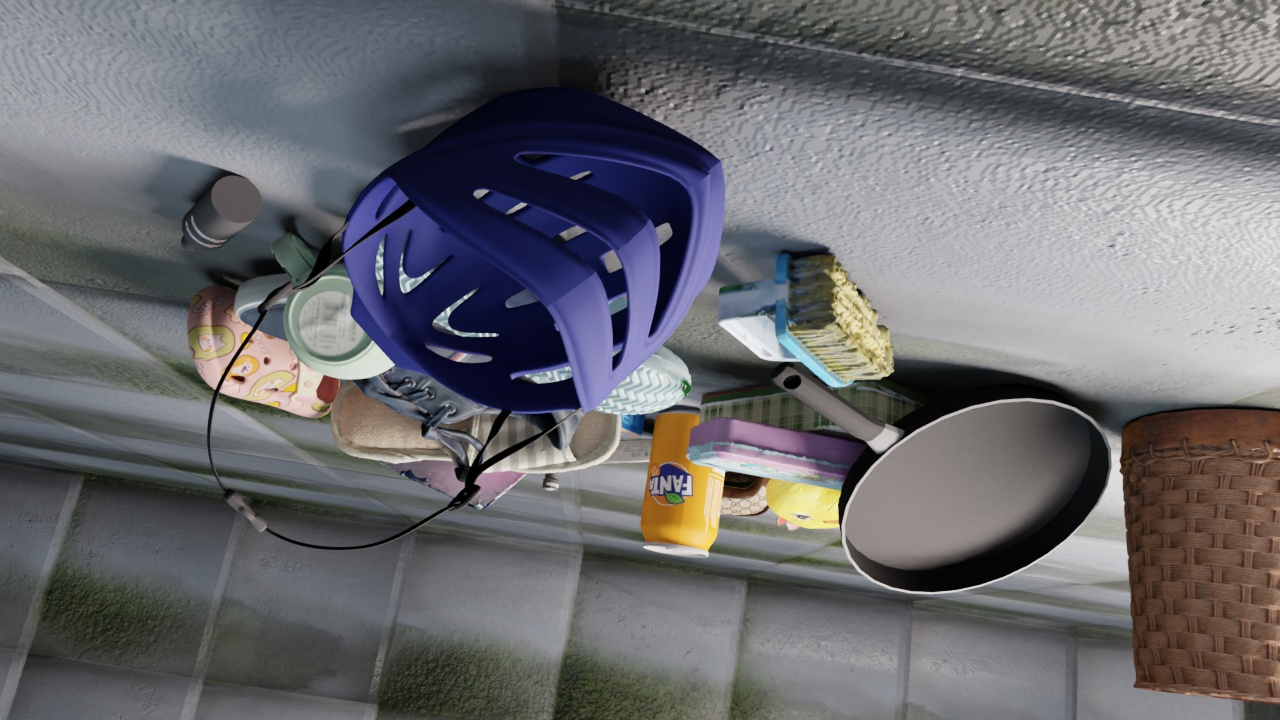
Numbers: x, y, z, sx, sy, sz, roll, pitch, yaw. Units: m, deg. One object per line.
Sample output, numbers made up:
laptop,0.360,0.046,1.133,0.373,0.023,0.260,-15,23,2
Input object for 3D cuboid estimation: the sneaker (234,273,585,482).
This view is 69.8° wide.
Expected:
sneaker,-0.183,0.016,0.744,0.294,0.127,0.121,16,161,-15

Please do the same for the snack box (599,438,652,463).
snack box,-0.017,0.101,1.028,0.150,0.026,0.082,-1,175,-16

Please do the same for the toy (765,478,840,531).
toy,0.208,0.119,0.947,0.133,0.092,0.208,6,157,-26

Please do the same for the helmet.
helmet,-0.082,-0.016,0.423,0.242,0.227,0.148,-14,121,46

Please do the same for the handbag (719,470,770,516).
handbag,0.095,0.143,1.134,0.166,0.063,0.138,5,153,12

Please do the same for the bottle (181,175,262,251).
bottle,-0.280,-0.090,0.600,0.030,0.030,0.113,21,159,-35

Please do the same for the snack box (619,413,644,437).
snack box,-0.081,0.058,0.975,0.152,0.034,0.087,-4,160,37

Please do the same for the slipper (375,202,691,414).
slipper,-0.069,-0.041,0.591,0.245,0.074,0.104,29,158,-11

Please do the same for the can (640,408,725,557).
can,0.046,0.126,0.946,0.079,0.142,0.079,8,163,2

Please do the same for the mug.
mug,-0.211,-0.039,0.631,0.111,0.084,0.104,53,174,-5

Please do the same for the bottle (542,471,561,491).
bottle,-0.078,0.070,0.882,0.036,0.109,0.036,8,163,2

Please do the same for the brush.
brush,0.111,-0.017,0.594,0.075,0.055,0.135,-7,158,30

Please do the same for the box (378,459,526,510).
box,-0.222,0.098,0.996,0.231,0.077,0.084,15,-176,39

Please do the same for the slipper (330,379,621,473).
slipper,-0.154,0.051,0.840,0.273,0.114,0.054,2,161,6

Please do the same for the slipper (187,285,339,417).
slipper,-0.310,-0.010,0.807,0.081,0.093,0.197,-15,160,9

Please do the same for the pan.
pan,0.226,0.081,0.732,0.356,0.034,0.226,32,116,-29

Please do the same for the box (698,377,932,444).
box,0.157,0.057,0.831,0.117,0.050,0.206,18,162,-35

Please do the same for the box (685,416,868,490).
box,0.146,0.088,0.790,0.214,0.036,0.076,12,163,-18

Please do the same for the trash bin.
trash bin,0.465,0.158,0.724,0.151,0.209,0.151,7,163,2
